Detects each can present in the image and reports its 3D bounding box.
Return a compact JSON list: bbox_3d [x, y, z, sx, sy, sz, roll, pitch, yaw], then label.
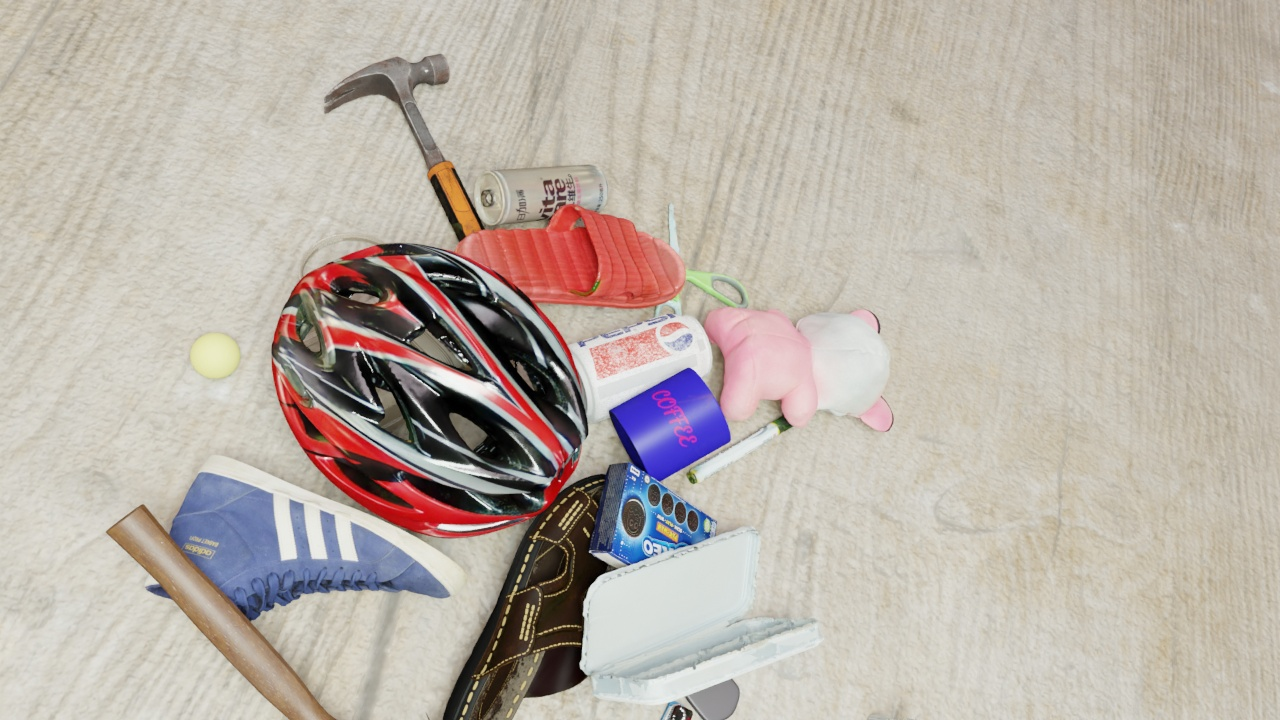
[{"bbox_3d":[-0.098,-0.169,0.931,0.135,0.054,0.054,-14,71,-40],"label":"can"},{"bbox_3d":[-0.005,0.005,0.889,0.136,0.078,0.078,-19,74,-24],"label":"can"}]

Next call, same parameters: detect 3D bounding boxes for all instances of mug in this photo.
[{"bbox_3d":[0.026,0.064,0.855,0.083,0.111,0.079,-28,80,-9],"label":"mug"}]

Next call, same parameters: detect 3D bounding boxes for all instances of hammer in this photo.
[{"bbox_3d":[-0.205,-0.171,0.927,0.137,0.035,0.314,-21,75,-26],"label":"hammer"},{"bbox_3d":[-0.263,0.234,0.670,0.115,0.033,0.323,-40,104,-18],"label":"hammer"}]

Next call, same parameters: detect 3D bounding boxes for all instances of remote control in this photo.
[{"bbox_3d":[0.041,0.270,0.825,0.046,0.009,0.124,-37,82,-28],"label":"remote control"}]

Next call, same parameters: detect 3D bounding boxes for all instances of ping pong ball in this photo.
[{"bbox_3d":[-0.369,-0.004,0.797,0.040,0.040,0.040,7,65,-15],"label":"ping pong ball"}]

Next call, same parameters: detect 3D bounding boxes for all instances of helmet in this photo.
[{"bbox_3d":[-0.164,0.016,0.735,0.272,0.167,0.217,39,64,-4],"label":"helmet"}]

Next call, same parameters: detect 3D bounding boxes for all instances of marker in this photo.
[{"bbox_3d":[0.108,0.085,0.924,0.146,0.017,0.017,-27,78,-26],"label":"marker"}]

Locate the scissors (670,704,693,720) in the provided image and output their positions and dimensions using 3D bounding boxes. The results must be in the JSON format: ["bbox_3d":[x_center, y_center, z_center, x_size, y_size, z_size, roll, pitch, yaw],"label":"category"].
[{"bbox_3d":[0.026,0.382,0.762,0.179,0.015,0.187,-6,82,-28],"label":"scissors"}]

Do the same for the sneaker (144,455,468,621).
[{"bbox_3d":[-0.267,0.176,0.722,0.233,0.092,0.118,27,57,-4],"label":"sneaker"}]

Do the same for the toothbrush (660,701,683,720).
[{"bbox_3d":[-0.003,0.364,0.767,0.016,0.014,0.166,32,62,-2],"label":"toothbrush"}]

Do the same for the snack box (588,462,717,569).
[{"bbox_3d":[0.016,0.157,0.811,0.150,0.027,0.082,38,52,-43],"label":"snack box"}]

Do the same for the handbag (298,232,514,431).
[{"bbox_3d":[-0.241,-0.043,0.858,0.175,0.062,0.198,-31,71,-27],"label":"handbag"}]

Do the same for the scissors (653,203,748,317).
[{"bbox_3d":[0.036,-0.091,0.981,0.171,0.023,0.167,28,67,0],"label":"scissors"}]

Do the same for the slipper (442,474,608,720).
[{"bbox_3d":[-0.071,0.214,0.763,0.076,0.113,0.267,16,61,24],"label":"slipper"}]

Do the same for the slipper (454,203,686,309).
[{"bbox_3d":[-0.058,-0.105,0.903,0.248,0.059,0.103,-2,62,-31],"label":"slipper"}]

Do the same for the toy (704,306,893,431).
[{"bbox_3d":[0.170,0.002,0.934,0.213,0.084,0.141,7,56,-27],"label":"toy"}]

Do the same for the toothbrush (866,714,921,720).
[{"bbox_3d":[0.241,0.311,0.774,0.010,0.182,0.010,41,66,-1],"label":"toothbrush"}]

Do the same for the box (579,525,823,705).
[{"bbox_3d":[0.044,0.202,0.775,0.215,0.107,0.124,-2,76,-42],"label":"box"}]
